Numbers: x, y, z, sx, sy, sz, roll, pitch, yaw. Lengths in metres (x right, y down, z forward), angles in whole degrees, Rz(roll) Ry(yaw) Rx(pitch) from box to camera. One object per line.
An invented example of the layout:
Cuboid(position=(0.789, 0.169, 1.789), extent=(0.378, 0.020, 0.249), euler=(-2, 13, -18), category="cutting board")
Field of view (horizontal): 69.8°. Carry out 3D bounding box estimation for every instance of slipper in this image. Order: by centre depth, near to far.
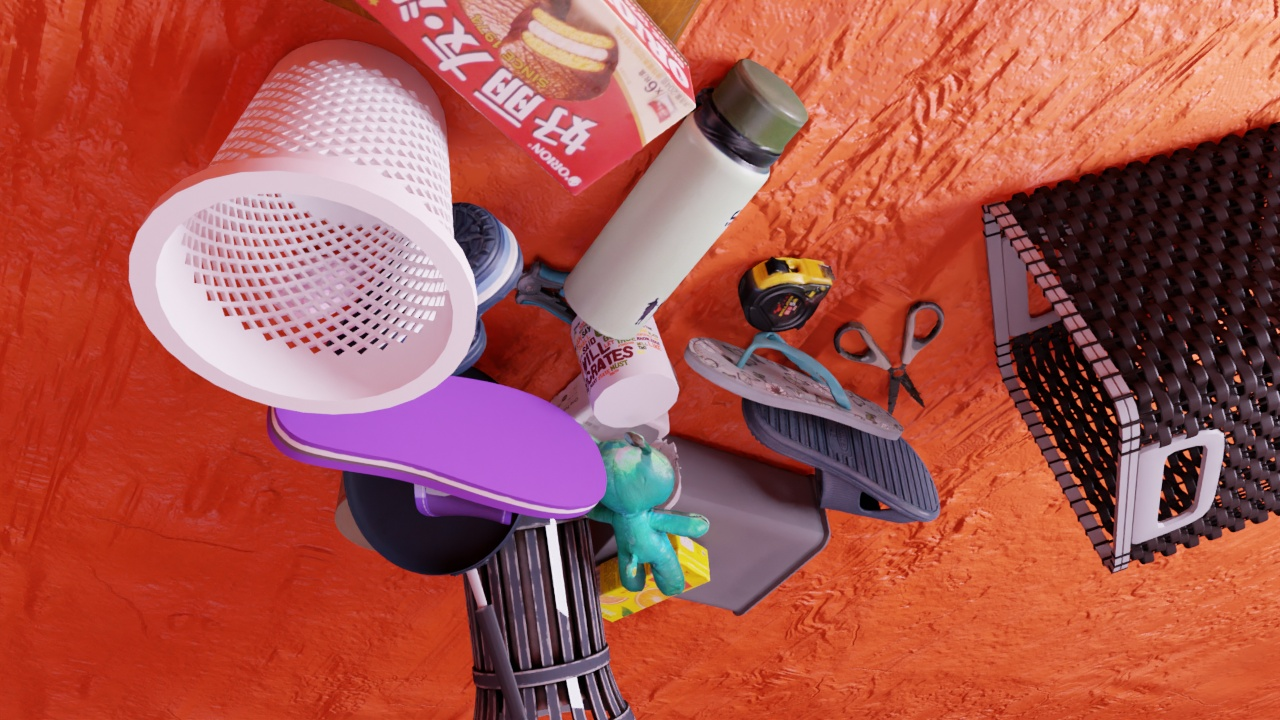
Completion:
Cuboid(position=(-0.166, 0.077, 0.741), extent=(0.266, 0.107, 0.084), euler=(15, 136, -26), category="slipper")
Cuboid(position=(-0.178, -0.034, 0.764), extent=(0.095, 0.105, 0.254), euler=(29, 130, -36), category="slipper")
Cuboid(position=(0.152, 0.012, 0.867), extent=(0.268, 0.098, 0.055), euler=(18, 108, -33), category="slipper")
Cuboid(position=(0.198, 0.104, 0.959), extent=(0.263, 0.101, 0.083), euler=(27, 136, -22), category="slipper")

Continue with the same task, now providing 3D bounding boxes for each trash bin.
Cuboid(position=(-0.203, -0.103, 0.611), extent=(0.195, 0.199, 0.196), euler=(-3, 137, -3), category="trash bin")
Cuboid(position=(-0.103, 0.249, 0.901), extent=(0.164, 0.227, 0.164), euler=(-8, 173, -1), category="trash bin")
Cuboid(position=(0.063, 0.185, 1.026), extent=(0.219, 0.097, 0.192), euler=(19, 132, -22), category="trash bin")

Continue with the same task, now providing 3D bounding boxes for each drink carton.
Cuboid(position=(0.004, 0.228, 0.969), extent=(0.135, 0.042, 0.058), euler=(-30, 132, 27), category="drink carton")

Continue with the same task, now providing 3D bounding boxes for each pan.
Cuboid(position=(-0.161, 0.171, 0.839), extent=(0.199, 0.356, 0.021), euler=(-25, 167, 16), category="pan")

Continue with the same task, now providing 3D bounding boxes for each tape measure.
Cuboid(position=(0.124, -0.059, 0.810), extent=(0.072, 0.042, 0.072), euler=(8, 137, -20), category="tape measure")

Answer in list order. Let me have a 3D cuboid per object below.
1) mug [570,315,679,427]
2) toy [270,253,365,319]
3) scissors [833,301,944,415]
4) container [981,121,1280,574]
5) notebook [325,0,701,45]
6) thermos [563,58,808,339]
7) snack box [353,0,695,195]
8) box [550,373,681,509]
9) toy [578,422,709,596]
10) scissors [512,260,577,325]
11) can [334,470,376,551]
Cuboid(position=(-0.005, 0.005, 0.809), extent=(0.105, 0.089, 0.074), euler=(23, 128, -42), category="mug")
Cuboid(position=(-0.255, -0.061, 0.724), extent=(0.063, 0.110, 0.047), euler=(-5, 114, -2), category="toy")
Cuboid(position=(0.248, -0.001, 0.905), extent=(0.162, 0.012, 0.159), euler=(12, 136, -17), category="scissors")
Cuboid(position=(0.452, -0.015, 0.745), extent=(0.244, 0.245, 0.247), euler=(-19, 136, 9), category="container")
Cuboid(position=(-0.079, -0.266, 0.584), extent=(0.249, 0.014, 0.179), euler=(17, 133, -23), category="notebook")
Cuboid(position=(0.030, -0.122, 0.703), extent=(0.082, 0.082, 0.232), euler=(23, 126, -27), category="thermos")
Cuboid(position=(-0.080, -0.219, 0.579), extent=(0.113, 0.060, 0.236), euler=(-30, 132, 26), category="snack box")
Cuboid(position=(-0.021, 0.097, 0.893), extent=(0.128, 0.136, 0.109), euler=(26, 131, -28), category="box")
Cuboid(position=(-0.008, 0.137, 0.829), extent=(0.131, 0.072, 0.193), euler=(0, 117, 28), category="toy")
Cuboid(position=(-0.069, -0.057, 0.806), extent=(0.156, 0.019, 0.125), euler=(-11, 138, 4), category="scissors")
Cuboid(position=(-0.250, 0.138, 0.959), extent=(0.128, 0.073, 0.128), euler=(-3, 137, -3), category="can")
